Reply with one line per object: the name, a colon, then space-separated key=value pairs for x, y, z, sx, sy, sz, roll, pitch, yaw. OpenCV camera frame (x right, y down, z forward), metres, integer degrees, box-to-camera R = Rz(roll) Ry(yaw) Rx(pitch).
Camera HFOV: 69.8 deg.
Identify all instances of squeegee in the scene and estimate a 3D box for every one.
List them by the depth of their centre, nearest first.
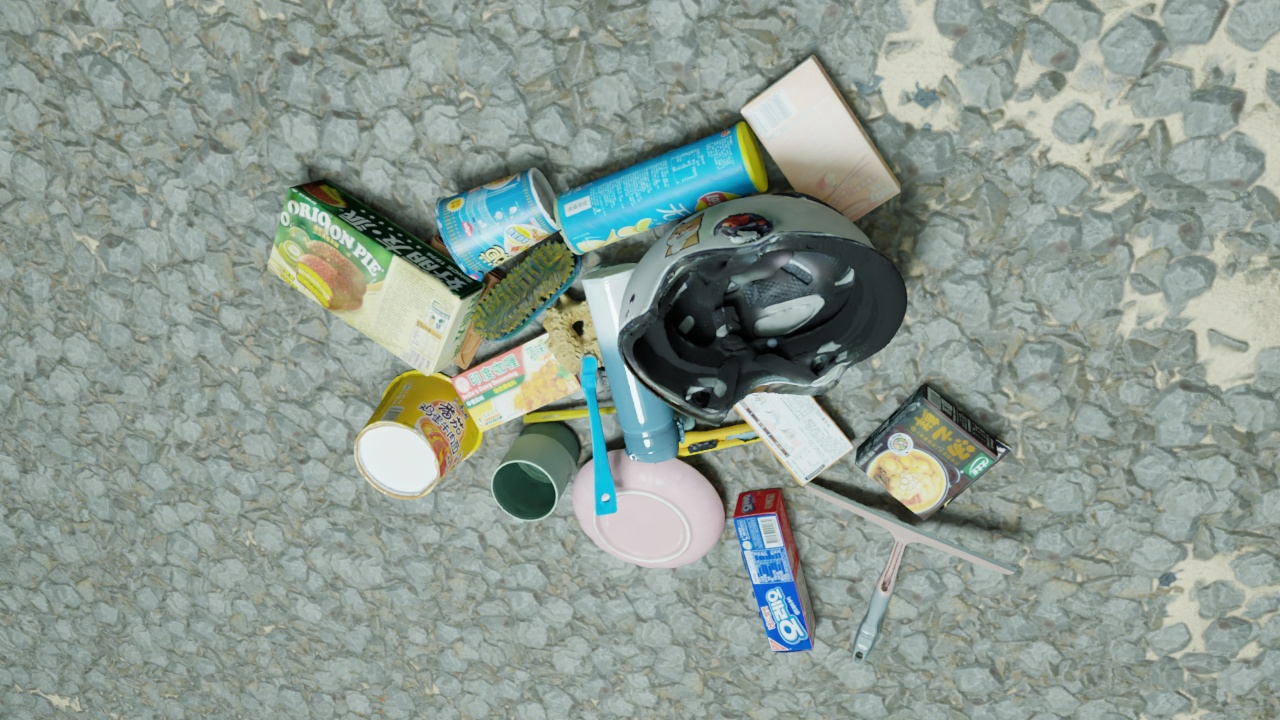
squeegee: x=0.292 y=0.275 z=1.104 sx=0.248 sy=0.040 sz=0.250 roll=22 pitch=126 yaw=21

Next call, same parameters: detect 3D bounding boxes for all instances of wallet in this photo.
wallet: x=-0.219 y=-0.067 z=1.070 sx=0.108 sy=0.031 sz=0.132 roll=33 pitch=120 yaw=-1

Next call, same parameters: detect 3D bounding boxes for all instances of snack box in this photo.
snack box: x=0.177 y=-0.208 z=0.899 sx=0.085 sy=0.026 sz=0.157 roll=-32 pitch=105 yaw=25
snack box: x=0.322 y=0.106 z=1.010 sx=0.125 sy=0.053 sz=0.113 roll=38 pitch=119 yaw=0
snack box: x=0.163 y=0.062 z=1.027 sx=0.075 sy=0.026 sz=0.154 roll=-39 pitch=102 yaw=10
snack box: x=-0.300 y=-0.095 z=1.035 sx=0.240 sy=0.063 sz=0.115 roll=32 pitch=119 yaw=9
snack box: x=-0.145 y=0.024 z=1.090 sx=0.156 sy=0.027 sz=0.077 roll=-24 pitch=101 yaw=26
snack box: x=0.165 y=0.259 z=1.116 sx=0.057 sy=0.058 sz=0.207 roll=-10 pitch=112 yaw=19

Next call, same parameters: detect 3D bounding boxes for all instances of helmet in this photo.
helmet: x=0.107 y=-0.071 z=0.907 sx=0.274 sy=0.156 sz=0.230 roll=-25 pitch=135 yaw=18

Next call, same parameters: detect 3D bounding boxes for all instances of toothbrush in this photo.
toothbrush: x=-0.055 y=0.057 z=1.080 sx=0.190 sy=0.015 sz=0.016 roll=-8 pitch=112 yaw=24

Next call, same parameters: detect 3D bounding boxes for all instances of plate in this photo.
plate: x=0.005 y=0.191 z=1.116 sx=0.192 sy=0.038 sz=0.193 roll=8 pitch=128 yaw=11

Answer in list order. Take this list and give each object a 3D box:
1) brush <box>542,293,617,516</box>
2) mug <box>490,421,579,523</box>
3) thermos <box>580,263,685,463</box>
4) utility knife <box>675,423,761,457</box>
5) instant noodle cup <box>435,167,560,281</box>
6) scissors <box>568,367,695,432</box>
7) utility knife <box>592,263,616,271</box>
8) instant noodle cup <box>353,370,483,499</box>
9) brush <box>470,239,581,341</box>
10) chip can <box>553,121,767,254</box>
brush: x=-0.055 y=0.048 z=1.029 sx=0.083 sy=0.046 sz=0.254 roll=-9 pitch=92 yaw=-15
mug: x=-0.126 y=0.139 z=1.104 sx=0.082 sy=0.106 sz=0.112 roll=20 pitch=118 yaw=3
thermos: x=-0.006 y=0.006 z=0.998 sx=0.070 sy=0.070 sz=0.220 roll=-10 pitch=106 yaw=18
utility knife: x=0.096 y=0.089 z=1.064 sx=0.171 sy=0.015 sz=0.033 roll=-13 pitch=126 yaw=12
instant noodle cup: x=-0.145 y=-0.151 z=0.978 sx=0.110 sy=0.099 sz=0.099 roll=-22 pitch=109 yaw=14
scissors: x=-0.001 y=0.012 z=1.060 sx=0.170 sy=0.019 sz=0.181 roll=26 pitch=120 yaw=2
utility knife: x=0.022 y=-0.027 z=1.012 sx=0.031 sy=0.022 sz=0.212 roll=-41 pitch=83 yaw=25
instant noodle cup: x=-0.274 y=0.096 z=1.119 sx=0.138 sy=0.109 sz=0.138 roll=6 pitch=118 yaw=10
brush: x=-0.123 y=-0.076 z=1.012 sx=0.144 sy=0.073 sz=0.055 roll=-42 pitch=89 yaw=9
chip can: x=0.019 y=-0.172 z=0.933 sx=0.211 sy=0.071 sz=0.071 roll=-17 pitch=111 yaw=22
